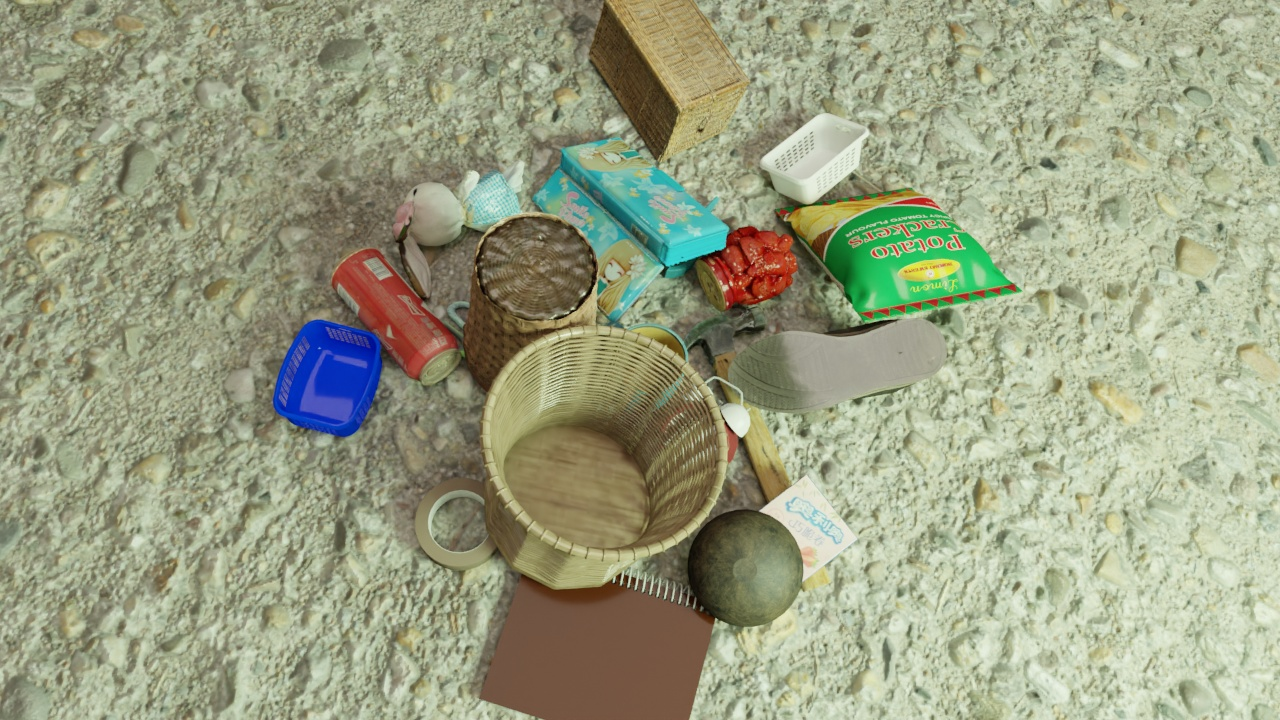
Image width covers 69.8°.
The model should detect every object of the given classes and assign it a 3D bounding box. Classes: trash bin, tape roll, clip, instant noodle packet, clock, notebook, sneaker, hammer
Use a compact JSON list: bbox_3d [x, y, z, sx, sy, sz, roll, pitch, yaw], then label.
[{"bbox_3d":[-0.110,-0.055,0.964,0.151,0.210,0.151,4,67,-9],"label":"trash bin"},{"bbox_3d":[-0.190,0.173,0.973,0.093,0.030,0.093,3,69,-7],"label":"tape roll"},{"bbox_3d":[0.076,-0.137,1.134,0.126,0.028,0.113,-25,72,-17],"label":"clip"},{"bbox_3d":[0.301,-0.136,1.104,0.195,0.090,0.252,-11,40,-12],"label":"instant noodle packet"},{"bbox_3d":[0.067,0.079,1.012,0.087,0.044,0.124,31,98,18],"label":"clock"},{"bbox_3d":[-0.038,0.296,0.952,0.209,0.022,0.171,18,69,-1],"label":"notebook"},{"bbox_3d":[0.215,0.008,1.049,0.235,0.120,0.095,-15,83,0],"label":"sneaker"},{"bbox_3d":[0.135,0.100,1.046,0.132,0.033,0.330,-16,72,-15],"label":"hammer"}]

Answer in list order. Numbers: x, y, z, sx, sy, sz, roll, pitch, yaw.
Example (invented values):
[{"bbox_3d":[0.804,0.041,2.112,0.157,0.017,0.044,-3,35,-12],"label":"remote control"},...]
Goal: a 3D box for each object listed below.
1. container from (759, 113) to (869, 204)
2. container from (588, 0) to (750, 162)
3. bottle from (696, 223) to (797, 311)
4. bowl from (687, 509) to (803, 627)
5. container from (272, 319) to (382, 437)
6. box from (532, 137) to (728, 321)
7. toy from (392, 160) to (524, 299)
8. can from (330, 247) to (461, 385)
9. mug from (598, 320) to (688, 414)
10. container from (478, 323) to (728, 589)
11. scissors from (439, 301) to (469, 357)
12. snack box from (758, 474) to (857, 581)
[{"bbox_3d":[0.223,-0.254,1.171,0.129,0.049,0.081,-40,50,-19],"label":"container"},{"bbox_3d":[0.035,-0.371,1.169,0.112,0.114,0.198,-25,76,-21],"label":"container"},{"bbox_3d":[0.127,-0.117,1.101,0.111,0.099,0.099,-26,74,-9],"label":"bottle"},{"bbox_3d":[0.107,0.213,0.939,0.121,0.056,0.121,-1,80,7],"label":"bowl"},{"bbox_3d":[-0.335,0.023,0.997,0.096,0.058,0.114,15,68,-2],"label":"container"},{"bbox_3d":[-0.031,-0.171,1.081,0.180,0.074,0.227,-35,56,-13],"label":"box"},{"bbox_3d":[-0.220,-0.186,1.077,0.106,0.131,0.204,37,61,24],"label":"toy"},{"bbox_3d":[-0.273,-0.051,1.024,0.067,0.067,0.170,-38,74,-19],"label":"can"},{"bbox_3d":[-0.006,0.006,1.023,0.084,0.104,0.112,-37,76,-19],"label":"mug"},{"bbox_3d":[-0.053,0.109,0.903,0.226,0.197,0.226,6,62,-12],"label":"container"},{"bbox_3d":[-0.169,0.003,1.053,0.175,0.033,0.072,41,66,12],"label":"scissors"},{"bbox_3d":[0.145,0.203,0.983,0.154,0.033,0.088,-38,78,0],"label":"snack box"}]
